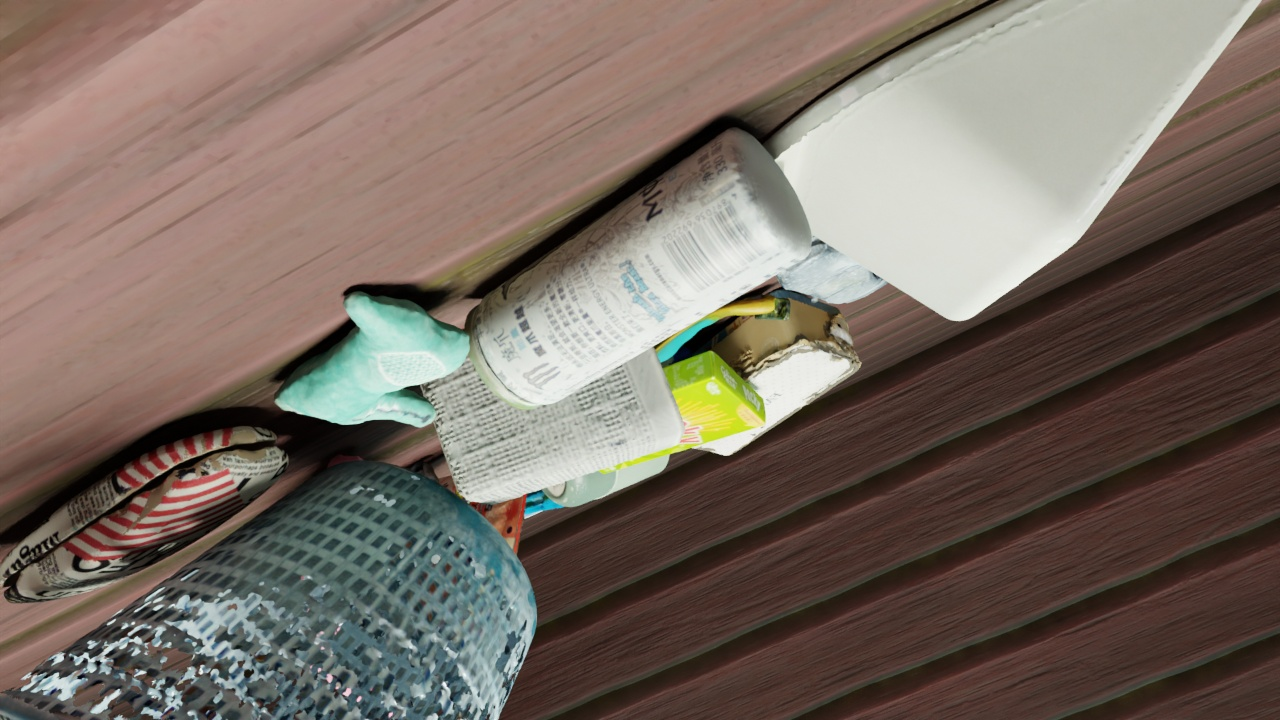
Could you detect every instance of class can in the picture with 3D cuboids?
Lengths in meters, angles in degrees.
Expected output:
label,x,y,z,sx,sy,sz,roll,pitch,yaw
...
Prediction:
label,x,y,z,sx,sy,sz,roll,pitch,yaw
can,-0.004,-0.034,0.383,0.147,0.058,0.058,-30,169,28

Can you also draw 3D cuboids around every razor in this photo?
label,x,y,z,sx,sy,sz,roll,pitch,yaw
razor,0.046,-0.020,0.663,0.132,0.028,0.043,-24,-163,-23

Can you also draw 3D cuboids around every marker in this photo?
label,x,y,z,sx,sy,sz,roll,pitch,yaw
marker,-0.004,0.004,0.706,0.017,0.017,0.145,-31,168,33

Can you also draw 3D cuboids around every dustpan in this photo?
label,x,y,z,sx,sy,sz,roll,pitch,yaw
dustpan,0.163,-0.127,0.445,0.257,0.142,0.223,-54,171,-4

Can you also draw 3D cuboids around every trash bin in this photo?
label,x,y,z,sx,sy,sz,roll,pitch,yaw
trash bin,-0.159,0.162,0.441,0.227,0.226,0.194,-33,-166,40

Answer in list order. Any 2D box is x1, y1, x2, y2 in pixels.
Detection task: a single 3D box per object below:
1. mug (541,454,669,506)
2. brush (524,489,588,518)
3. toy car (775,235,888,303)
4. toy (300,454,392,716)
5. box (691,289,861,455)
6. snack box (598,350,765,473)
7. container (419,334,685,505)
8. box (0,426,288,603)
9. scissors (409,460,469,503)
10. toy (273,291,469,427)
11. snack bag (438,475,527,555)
label,x,y,z,sx,sy,sz,roll,pitch,yaw
mug,-0.048,0.079,0.845,0.106,0.082,0.112,-19,-160,-34
brush,-0.116,0.144,0.883,0.110,0.060,0.313,-21,-169,36
toy car,0.135,-0.062,0.630,0.054,0.036,0.120,-29,162,28
toy,-0.201,0.147,0.622,0.074,0.178,0.195,-18,134,-48
box,0.089,0.018,0.769,0.089,0.060,0.185,17,141,-38
snack box,0.010,0.045,0.718,0.157,0.026,0.085,-20,143,26
container,-0.047,0.020,0.481,0.114,0.090,0.090,-21,170,-4
box,-0.234,0.078,0.434,0.165,0.055,0.070,-29,154,24
scissors,-0.137,0.122,0.677,0.159,0.178,0.014,-57,133,-11
toy,-0.112,0.005,0.393,0.092,0.030,0.096,-26,150,26
snack bag,-0.159,0.144,0.728,0.208,0.128,0.073,-14,141,42
